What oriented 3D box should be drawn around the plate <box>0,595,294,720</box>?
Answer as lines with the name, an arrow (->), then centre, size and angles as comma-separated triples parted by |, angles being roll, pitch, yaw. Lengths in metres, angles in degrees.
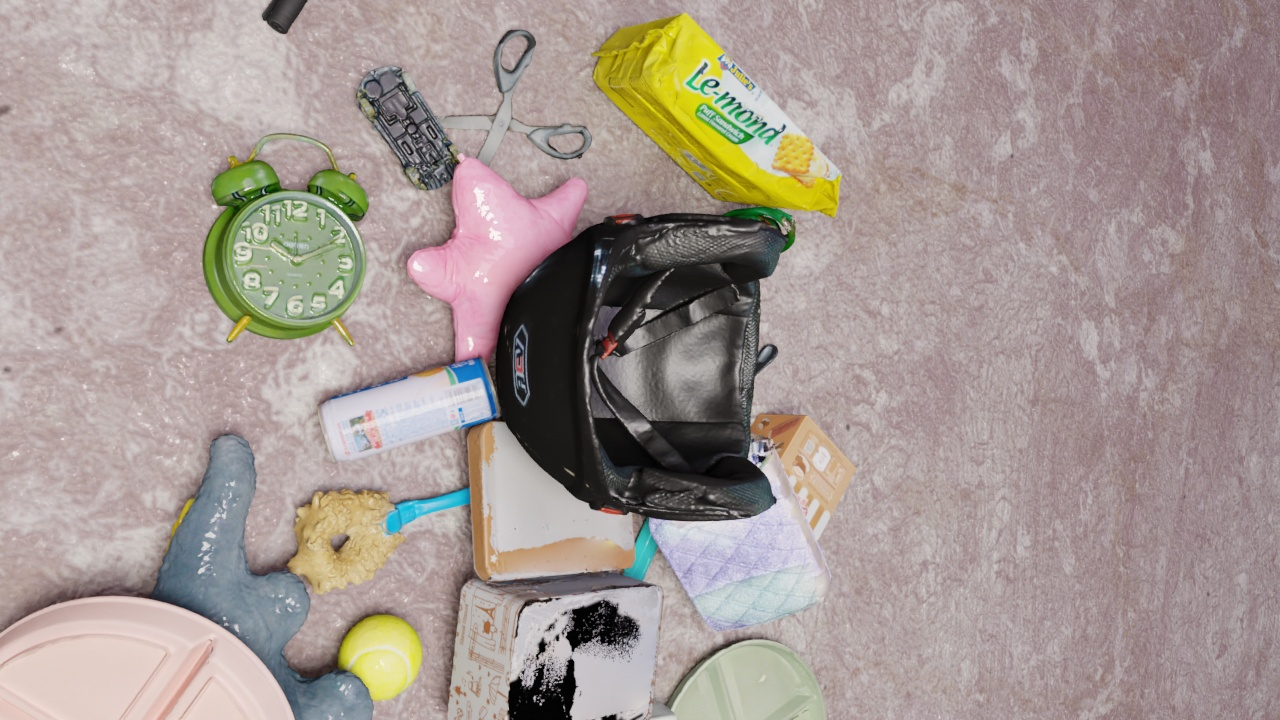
plate -> -0.339, 0.265, 0.596 | 0.229, 0.028, 0.229 | 0, 100, -3

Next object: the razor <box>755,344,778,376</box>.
razor -> 0.099, 0.030, 0.956 | 0.043, 0.022, 0.142 | 35, 59, 19

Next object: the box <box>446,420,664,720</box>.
box -> -0.066, 0.185, 0.788 | 0.177, 0.088, 0.262 | 9, 85, -47

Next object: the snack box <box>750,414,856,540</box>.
snack box -> 0.152, 0.120, 0.955 | 0.093, 0.077, 0.094 | 45, 66, -24

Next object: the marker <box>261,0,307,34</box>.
marker -> -0.258, -0.317, 0.728 | 0.022, 0.020, 0.132 | 25, 76, 0

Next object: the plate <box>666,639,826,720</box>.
plate -> 0.104, 0.403, 0.951 | 0.229, 0.028, 0.230 | 1, 89, -33

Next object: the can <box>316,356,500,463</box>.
can -> -0.184, 0.039, 0.733 | 0.134, 0.053, 0.053 | -16, 99, -15

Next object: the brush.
brush -> -0.170, 0.123, 0.769 | 0.254, 0.046, 0.083 | -14, 96, -37

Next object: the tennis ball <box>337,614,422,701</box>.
tennis ball -> -0.206, 0.236, 0.728 | 0.065, 0.066, 0.065 | 0, 89, -33

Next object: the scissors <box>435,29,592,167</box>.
scissors -> -0.121, -0.209, 0.822 | 0.159, 0.014, 0.177 | 28, 78, -26

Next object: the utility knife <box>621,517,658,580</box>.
utility knife -> 0.016, 0.162, 0.903 | 0.029, 0.013, 0.192 | 34, 74, -30

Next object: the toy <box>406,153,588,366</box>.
toy -> -0.112, -0.097, 0.782 | 0.194, 0.075, 0.179 | -39, 128, -31

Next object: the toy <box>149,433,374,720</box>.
toy -> -0.280, 0.237, 0.664 | 0.137, 0.091, 0.356 | -25, 101, -27

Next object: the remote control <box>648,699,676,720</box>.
remote control -> -0.040, 0.335, 0.840 | 0.149, 0.058, 0.021 | 5, 89, -32

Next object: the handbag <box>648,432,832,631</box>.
handbag -> 0.093, 0.165, 0.874 | 0.134, 0.075, 0.194 | -20, 124, 10

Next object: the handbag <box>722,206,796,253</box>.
handbag -> 0.087, -0.083, 0.890 | 0.068, 0.120, 0.131 | 44, 69, -18

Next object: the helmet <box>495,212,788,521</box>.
helmet -> -0.004, 0.004, 0.727 | 0.274, 0.231, 0.233 | 3, 88, -55

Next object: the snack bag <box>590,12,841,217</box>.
snack bag -> 0.066, -0.219, 0.861 | 0.246, 0.158, 0.068 | 37, 87, -27

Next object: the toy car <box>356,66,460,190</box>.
toy car -> -0.192, -0.191, 0.759 | 0.048, 0.031, 0.105 | -38, 111, -16

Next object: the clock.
clock -> -0.266, -0.092, 0.698 | 0.116, 0.056, 0.161 | 1, 89, -34
